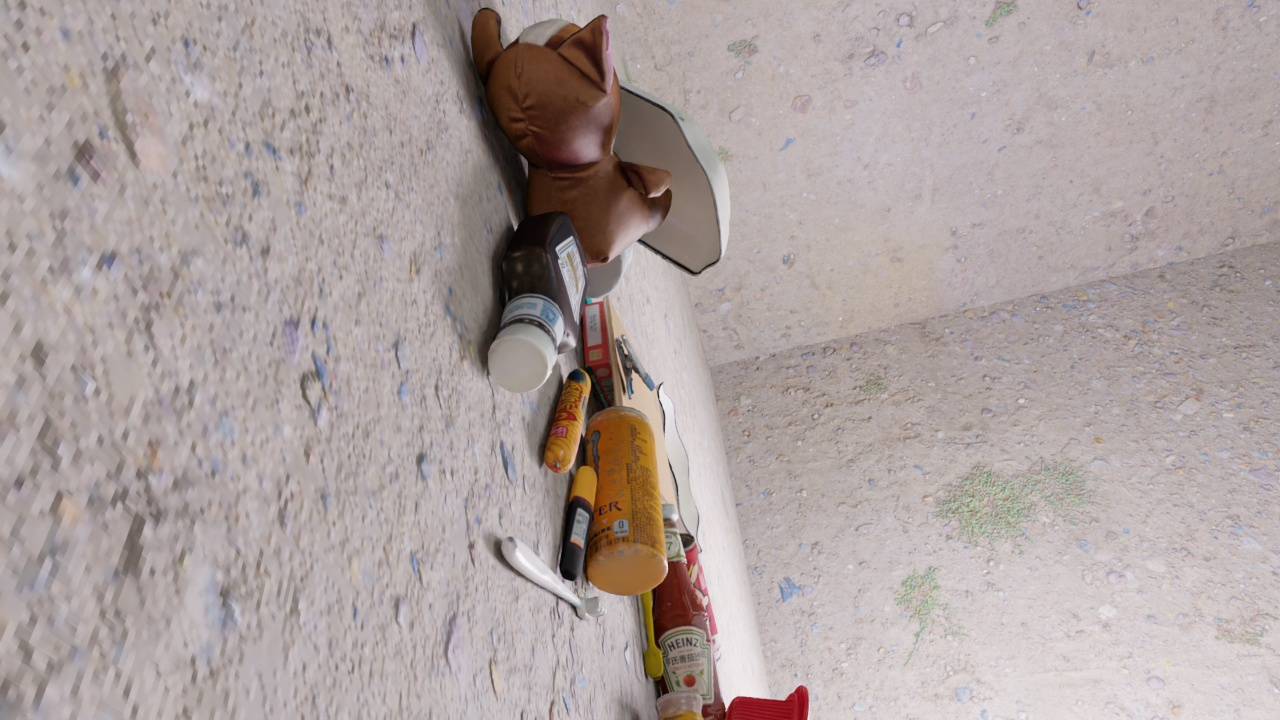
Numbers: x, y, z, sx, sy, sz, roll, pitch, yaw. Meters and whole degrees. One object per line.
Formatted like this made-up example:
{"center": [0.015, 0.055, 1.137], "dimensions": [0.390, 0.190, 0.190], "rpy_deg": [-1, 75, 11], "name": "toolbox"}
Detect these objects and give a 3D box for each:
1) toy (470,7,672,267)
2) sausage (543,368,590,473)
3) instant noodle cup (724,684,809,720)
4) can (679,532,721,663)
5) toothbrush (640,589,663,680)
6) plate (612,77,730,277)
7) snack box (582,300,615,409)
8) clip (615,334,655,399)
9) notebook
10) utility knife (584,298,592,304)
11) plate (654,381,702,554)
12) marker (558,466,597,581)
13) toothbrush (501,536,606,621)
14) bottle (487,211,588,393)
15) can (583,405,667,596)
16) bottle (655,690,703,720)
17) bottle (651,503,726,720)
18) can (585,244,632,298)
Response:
{"center": [-0.047, -0.169, 0.686], "dimensions": [0.130, 0.140, 0.200], "rpy_deg": [-65, 148, -32], "name": "toy"}
{"center": [-0.051, 0.040, 0.661], "dimensions": [0.165, 0.021, 0.021], "rpy_deg": [-86, 162, -70], "name": "sausage"}
{"center": [0.095, 0.379, 0.830], "dimensions": [0.194, 0.066, 0.194], "rpy_deg": [21, 88, -83], "name": "instant noodle cup"}
{"center": [0.045, 0.250, 0.947], "dimensions": [0.053, 0.053, 0.133], "rpy_deg": [-71, 148, -78], "name": "can"}
{"center": [0.004, 0.202, 0.850], "dimensions": [0.017, 0.016, 0.189], "rpy_deg": [76, 5, -51], "name": "toothbrush"}
{"center": [-0.007, -0.177, 0.791], "dimensions": [0.266, 0.034, 0.162], "rpy_deg": [38, -28, 41], "name": "plate"}
{"center": [-0.024, 0.020, 0.907], "dimensions": [0.156, 0.027, 0.076], "rpy_deg": [69, 12, -51], "name": "snack box"}
{"center": [-0.008, 0.003, 0.803], "dimensions": [0.027, 0.045, 0.058], "rpy_deg": [-52, 120, -75], "name": "clip"}
{"center": [0.001, 0.051, 0.893], "dimensions": [0.211, 0.012, 0.149], "rpy_deg": [63, 16, -60], "name": "notebook"}
{"center": [-0.038, -0.023, 0.939], "dimensions": [0.151, 0.013, 0.029], "rpy_deg": [69, 8, -54], "name": "utility knife"}
{"center": [0.030, 0.132, 1.090], "dimensions": [0.204, 0.045, 0.205], "rpy_deg": [-13, 89, -84], "name": "plate"}
{"center": [-0.043, 0.110, 0.627], "dimensions": [0.018, 0.015, 0.123], "rpy_deg": [36, 21, -13], "name": "marker"}
{"center": [-0.047, 0.130, 0.538], "dimensions": [0.180, 0.016, 0.016], "rpy_deg": [65, 12, -62], "name": "toothbrush"}
{"center": [-0.065, -0.038, 0.596], "dimensions": [0.194, 0.044, 0.080], "rpy_deg": [-87, 163, -64], "name": "bottle"}
{"center": [-0.014, 0.104, 0.698], "dimensions": [0.145, 0.058, 0.058], "rpy_deg": [-95, 170, -49], "name": "can"}
{"center": [0.039, 0.335, 0.655], "dimensions": [0.068, 0.068, 0.189], "rpy_deg": [70, 9, -48], "name": "bottle"}
{"center": [0.035, 0.238, 0.865], "dimensions": [0.060, 0.060, 0.205], "rpy_deg": [62, 16, -66], "name": "bottle"}
{"center": [-0.040, -0.099, 0.868], "dimensions": [0.146, 0.058, 0.058], "rpy_deg": [-78, 154, -75], "name": "can"}
